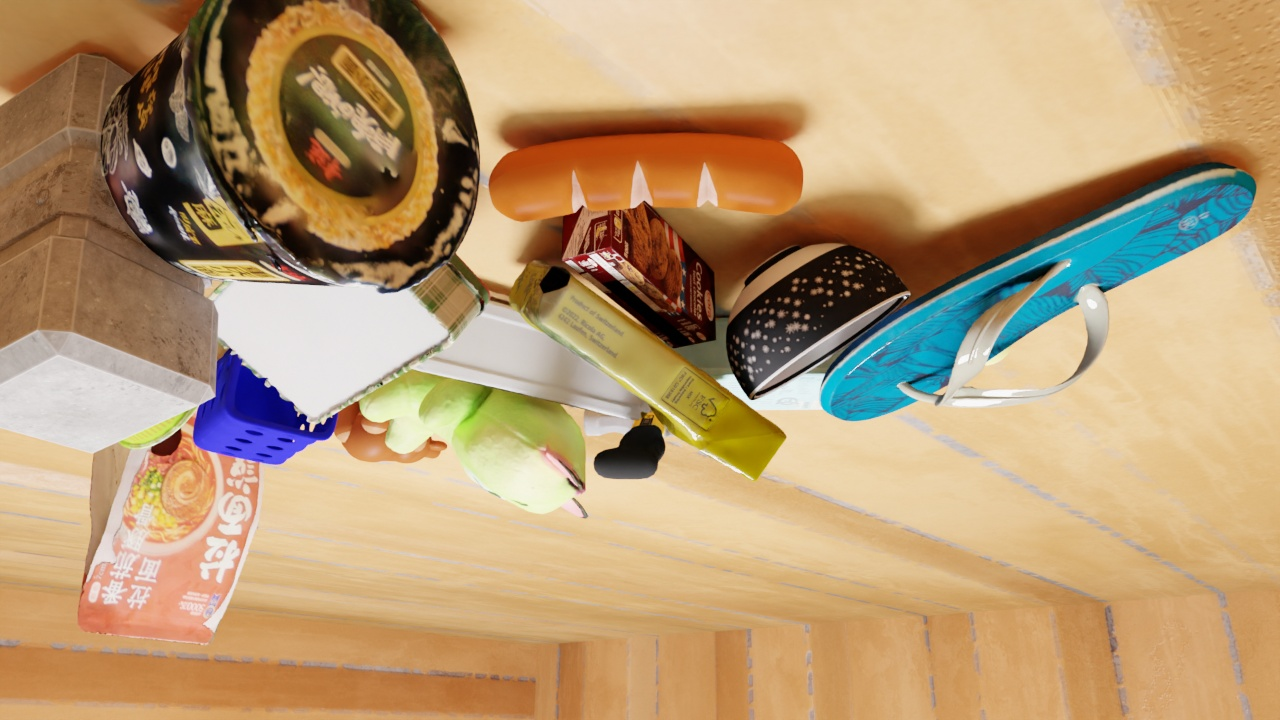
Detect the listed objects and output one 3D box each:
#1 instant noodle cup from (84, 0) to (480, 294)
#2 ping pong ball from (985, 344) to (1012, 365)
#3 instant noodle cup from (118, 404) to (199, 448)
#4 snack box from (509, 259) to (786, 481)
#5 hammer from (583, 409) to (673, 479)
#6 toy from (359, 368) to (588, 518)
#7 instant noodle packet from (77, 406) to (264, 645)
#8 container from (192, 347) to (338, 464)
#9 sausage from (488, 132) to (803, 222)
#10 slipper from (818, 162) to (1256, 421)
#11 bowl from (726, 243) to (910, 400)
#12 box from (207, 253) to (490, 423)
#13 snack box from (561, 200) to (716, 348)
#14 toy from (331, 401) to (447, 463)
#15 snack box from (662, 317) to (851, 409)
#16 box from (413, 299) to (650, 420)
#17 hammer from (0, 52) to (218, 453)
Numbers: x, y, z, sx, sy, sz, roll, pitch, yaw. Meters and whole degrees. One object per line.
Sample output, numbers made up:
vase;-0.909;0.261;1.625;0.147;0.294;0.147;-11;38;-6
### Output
instant noodle cup;-0.157;-0.091;0.401;0.112;0.137;0.137;-5;159;36
ping pong ball;0.253;-0.016;0.676;0.040;0.040;0.040;1;158;0
instant noodle cup;-0.392;-0.001;0.673;0.099;0.098;0.108;-9;148;21
snack box;-0.003;0.004;0.591;0.181;0.045;0.121;35;180;-20
hammer;0.003;0.061;0.728;0.127;0.029;0.323;0;-179;3
toy;-0.120;0.055;0.736;0.197;0.107;0.150;17;158;10
instant noodle packet;-0.440;0.147;0.858;0.084;0.220;0.164;-4;158;15
container;-0.306;0.031;0.751;0.085;0.084;0.114;18;153;-33
sausage;0.002;-0.097;0.481;0.164;0.044;0.039;-1;162;4
slipper;0.235;-0.019;0.575;0.118;0.060;0.296;20;138;-41
bowl;0.102;-0.035;0.586;0.120;0.066;0.120;-31;169;-7
box;-0.191;-0.034;0.573;0.117;0.050;0.206;45;139;-18
snack box;0.003;-0.058;0.567;0.032;0.051;0.141;-11;155;26
toy;-0.238;0.070;0.895;0.095;0.065;0.127;-1;168;24
snack box;0.105;0.003;0.713;0.175;0.053;0.075;-1;157;1
box;-0.079;-0.005;0.681;0.209;0.064;0.037;15;176;-32
hammer;-0.360;-0.010;0.471;0.318;0.162;0.083;-21;151;20
